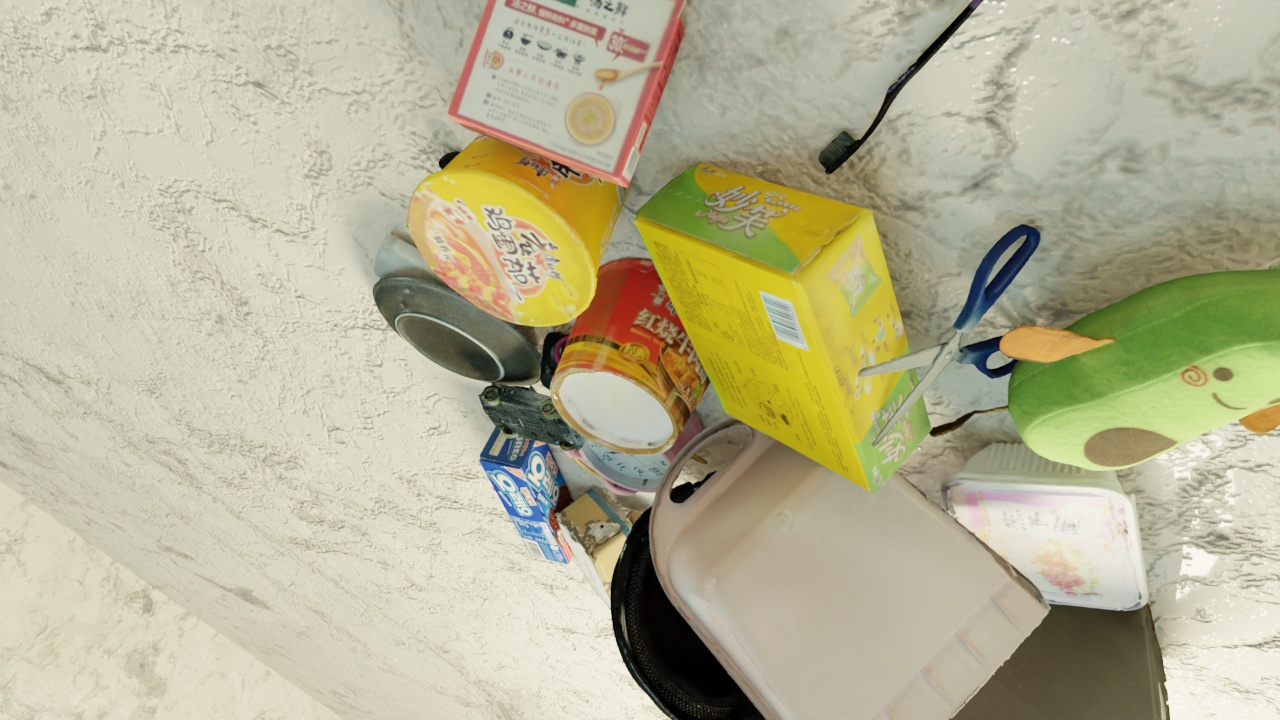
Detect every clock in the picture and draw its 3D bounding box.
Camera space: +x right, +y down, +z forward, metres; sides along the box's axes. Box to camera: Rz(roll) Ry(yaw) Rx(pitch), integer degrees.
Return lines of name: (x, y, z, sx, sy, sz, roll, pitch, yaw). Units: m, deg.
clock: (-0.016, 0.080, 0.890, 0.117, 0.059, 0.159, 42, 143, -20)

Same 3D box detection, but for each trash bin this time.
trash bin: (0.369, 0.322, 0.863, 0.220, 0.198, 0.199, -9, 134, 29)

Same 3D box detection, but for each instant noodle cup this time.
instant noodle cup: (0.329, 0.129, 0.743, 0.138, 0.060, 0.173, -1, 135, 33)
instant noodle cup: (-0.076, -0.110, 0.644, 0.138, 0.109, 0.138, 16, 144, 12)
instant noodle cup: (-0.004, 0.004, 0.746, 0.138, 0.108, 0.138, 17, 144, 13)

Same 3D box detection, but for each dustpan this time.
dustpan: (0.145, 0.168, 0.736, 0.273, 0.222, 0.139, 51, 170, -5)

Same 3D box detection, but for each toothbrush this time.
toothbrush: (0.155, -0.167, 0.516, 0.017, 0.014, 0.190, 41, 143, 0)

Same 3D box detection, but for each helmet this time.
helmet: (0.087, 0.224, 0.850, 0.274, 0.233, 0.231, -5, 162, -22)

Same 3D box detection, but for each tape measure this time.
tape measure: (-0.060, 0.004, 0.823, 0.058, 0.057, 0.039, 16, 149, -20)

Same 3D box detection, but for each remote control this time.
remote control: (-0.178, -0.065, 0.839, 0.136, 0.020, 0.056, 30, 146, -9)

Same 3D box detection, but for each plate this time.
plate: (-0.175, -0.018, 0.866, 0.179, 0.024, 0.180, 22, 156, 10)

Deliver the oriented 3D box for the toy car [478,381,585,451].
toy car: (-0.099, 0.050, 0.858, 0.121, 0.036, 0.054, 12, 139, 36)

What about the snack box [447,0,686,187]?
snack box: (-0.039, -0.184, 0.551, 0.113, 0.127, 0.044, 22, -174, 6)

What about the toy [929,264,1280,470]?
toy: (0.308, 0.013, 0.566, 0.226, 0.089, 0.247, 11, 152, -22)

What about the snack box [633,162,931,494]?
snack box: (0.100, -0.023, 0.633, 0.158, 0.070, 0.210, 29, 156, 46)

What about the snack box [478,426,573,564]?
snack box: (-0.121, 0.156, 1.052, 0.057, 0.058, 0.208, 9, 142, 22)

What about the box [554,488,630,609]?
box: (-0.037, 0.235, 1.074, 0.090, 0.059, 0.184, 42, 161, 38)

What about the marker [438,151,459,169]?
marker: (-0.128, -0.111, 0.750, 0.020, 0.022, 0.132, -26, 133, -3)

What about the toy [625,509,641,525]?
toy: (0.068, 0.256, 1.054, 0.226, 0.082, 0.144, 30, 144, 1)

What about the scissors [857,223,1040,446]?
scissors: (0.209, -0.013, 0.594, 0.012, 0.175, 0.163, 45, 123, 45)
